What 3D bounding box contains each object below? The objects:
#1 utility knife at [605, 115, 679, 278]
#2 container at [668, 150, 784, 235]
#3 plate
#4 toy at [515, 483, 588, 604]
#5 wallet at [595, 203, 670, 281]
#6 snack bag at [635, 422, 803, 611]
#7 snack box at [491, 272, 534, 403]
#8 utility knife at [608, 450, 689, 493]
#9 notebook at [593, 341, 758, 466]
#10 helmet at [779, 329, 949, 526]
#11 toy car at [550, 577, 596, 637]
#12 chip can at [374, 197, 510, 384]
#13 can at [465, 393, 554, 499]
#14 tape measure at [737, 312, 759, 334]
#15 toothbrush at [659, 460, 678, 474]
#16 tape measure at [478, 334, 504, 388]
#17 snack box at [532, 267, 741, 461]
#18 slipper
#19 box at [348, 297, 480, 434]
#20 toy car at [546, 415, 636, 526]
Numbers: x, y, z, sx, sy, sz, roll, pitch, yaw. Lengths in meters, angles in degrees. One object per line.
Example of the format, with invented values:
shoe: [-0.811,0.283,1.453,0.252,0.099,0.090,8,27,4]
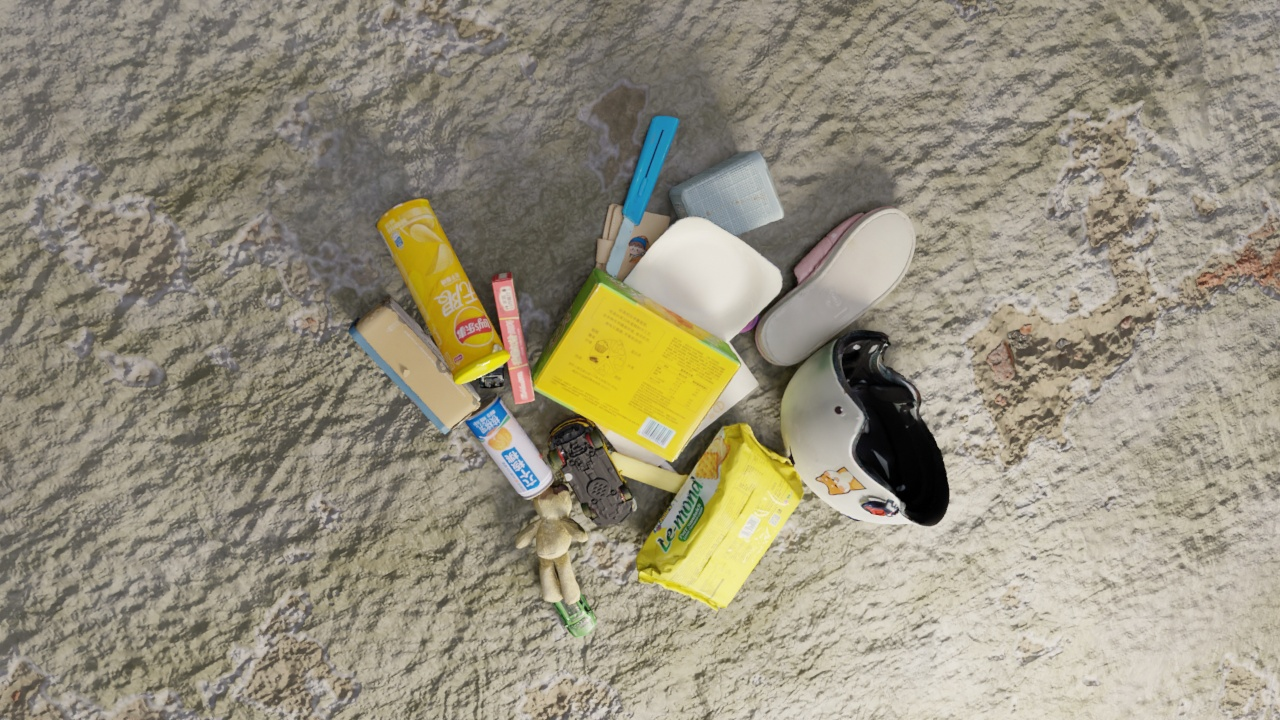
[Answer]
utility knife: [-0.002,-0.205,1.146,0.034,0.018,0.218,20,87,-16]
container: [0.104,-0.201,1.154,0.111,0.090,0.090,-24,105,-5]
plate: [0.073,-0.097,1.134,0.164,0.034,0.164,32,123,-20]
toy: [-0.108,0.238,1.188,0.105,0.066,0.157,-7,88,29]
wallet: [-0.015,-0.136,1.169,0.087,0.024,0.115,10,99,-14]
snack bag: [0.116,0.215,1.225,0.158,0.068,0.246,34,90,-36]
snack box: [-0.156,-0.029,1.126,0.025,0.075,0.153,-11,103,-6]
utility knife: [-0.005,0.141,1.198,0.216,0.022,0.031,22,93,-25]
notebook: [0.039,0.042,1.204,0.206,0.010,0.146,-38,110,-4]
helmet: [0.278,0.104,1.208,0.157,0.229,0.274,-20,118,34]
toy car: [-0.092,0.333,1.234,0.043,0.036,0.091,-31,110,-8]
chip can: [-0.231,-0.080,1.067,0.072,0.072,0.213,-28,85,-8]
can: [-0.166,0.110,1.162,0.053,0.053,0.134,-35,107,-6]
tape measure: [0.126,-0.063,1.210,0.058,0.039,0.057,40,89,-13]
toothbrush: [0.026,0.133,1.234,0.016,0.016,0.180,-40,107,-2]
tape measure: [-0.185,0.001,1.130,0.033,0.066,0.066,-4,87,-11]
snack box: [-0.007,0.007,1.127,0.210,0.070,0.158,29,105,-17]
slipper: [0.258,-0.099,1.227,0.274,0.054,0.114,-44,108,-7]
box: [-0.272,-0.001,1.098,0.062,0.090,0.184,-43,105,-2]
toy car: [-0.062,0.143,1.159,0.071,0.041,0.156,-27,112,3]
